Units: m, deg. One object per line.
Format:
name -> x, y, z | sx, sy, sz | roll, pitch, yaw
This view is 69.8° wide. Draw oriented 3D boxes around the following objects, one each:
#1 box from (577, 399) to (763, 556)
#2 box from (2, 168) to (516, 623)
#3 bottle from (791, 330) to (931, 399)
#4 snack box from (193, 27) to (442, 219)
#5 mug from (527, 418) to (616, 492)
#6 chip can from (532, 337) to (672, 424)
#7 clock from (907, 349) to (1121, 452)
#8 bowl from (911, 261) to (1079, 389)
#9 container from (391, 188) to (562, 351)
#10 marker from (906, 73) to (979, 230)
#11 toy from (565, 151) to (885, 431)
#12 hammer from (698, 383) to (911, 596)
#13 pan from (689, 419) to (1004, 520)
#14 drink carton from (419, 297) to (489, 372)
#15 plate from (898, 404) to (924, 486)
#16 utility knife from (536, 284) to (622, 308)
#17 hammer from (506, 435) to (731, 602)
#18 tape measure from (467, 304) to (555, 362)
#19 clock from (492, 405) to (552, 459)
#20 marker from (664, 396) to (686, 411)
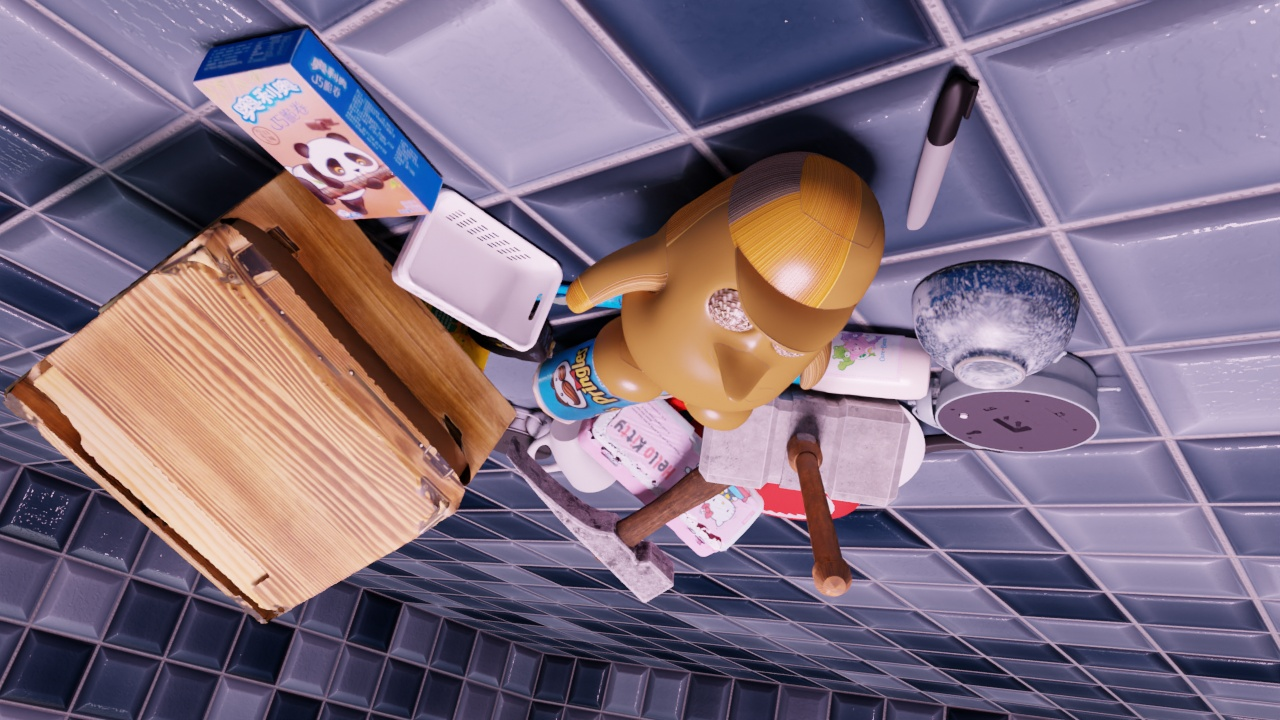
box -> 0.037, 0.106, 0.937 | 0.096, 0.087, 0.202 | -36, 109, 29
box -> -0.287, 0.033, 0.735 | 0.258, 0.214, 0.279 | -20, 117, 37
bottle -> 0.160, 0.001, 0.748 | 0.146, 0.051, 0.051 | 5, 154, 17
snack box -> -0.214, -0.154, 0.627 | 0.087, 0.034, 0.151 | 1, 153, 26
mug -> -0.084, 0.102, 1.053 | 0.107, 0.071, 0.089 | -13, 140, 12
chip can -> -0.005, 0.005, 0.805 | 0.079, 0.079, 0.230 | 28, 154, -29
clock -> 0.299, 0.036, 0.760 | 0.122, 0.045, 0.160 | 26, 154, -26
bowl -> 0.250, -0.015, 0.656 | 0.114, 0.060, 0.114 | 12, 157, 5
container -> -0.133, -0.068, 0.723 | 0.129, 0.080, 0.050 | 33, 161, -36
marker -> 0.174, -0.116, 0.535 | 0.022, 0.016, 0.139 | -13, 154, 1
toy -> 0.072, -0.043, 0.589 | 0.198, 0.162, 0.204 | 20, 144, -20
hammer -> 0.124, 0.090, 0.668 | 0.163, 0.083, 0.317 | 8, -166, 4
pan -> 0.202, 0.112, 0.961 | 0.357, 0.067, 0.209 | -5, 148, 42
drink carton -> -0.193, -0.030, 0.851 | 0.122, 0.058, 0.041 | 32, 150, -34
plate -> 0.202, 0.085, 0.878 | 0.134, 0.011, 0.135 | 7, 127, 10
utility knife -> -0.052, -0.055, 0.781 | 0.174, 0.015, 0.031 | 5, 159, 14
hammer -> 0.047, 0.084, 0.865 | 0.301, 0.037, 0.217 | -36, 109, 19
tape measure -> -0.119, -0.030, 0.837 | 0.072, 0.042, 0.071 | 11, 159, 12
clock -> -0.147, 0.082, 1.097 | 0.094, 0.035, 0.123 | 16, 155, -6
marker -> 0.001, 0.051, 0.971 | 0.145, 0.021, 0.023 | -18, 119, 49
